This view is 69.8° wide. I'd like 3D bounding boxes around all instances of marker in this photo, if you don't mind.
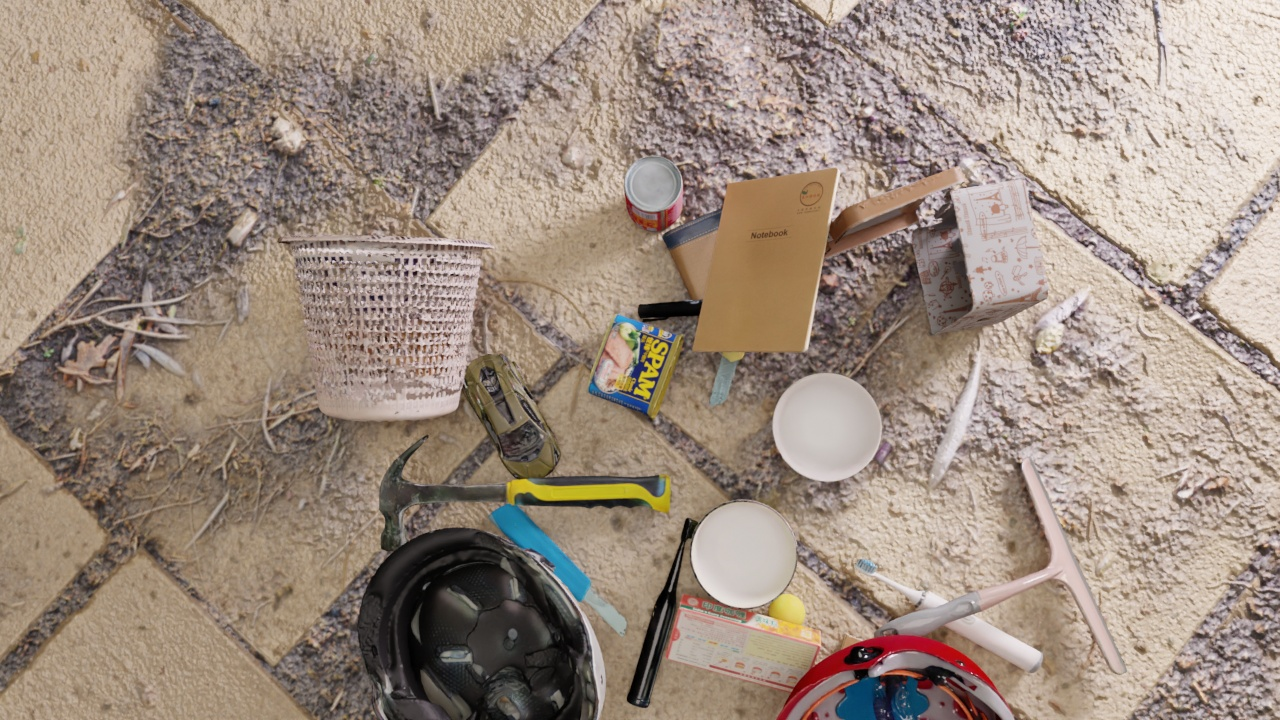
[{"bbox_3d":[0.060,-0.059,1.055,0.132,0.020,0.022,-3,101,22],"label":"marker"}]

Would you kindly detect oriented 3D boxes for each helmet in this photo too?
[{"bbox_3d":[0.253,0.375,0.938,0.240,0.143,0.207,-7,97,13],"label":"helmet"},{"bbox_3d":[-0.152,0.310,0.970,0.274,0.157,0.230,43,88,18],"label":"helmet"}]

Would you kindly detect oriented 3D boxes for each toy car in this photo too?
[{"bbox_3d":[-0.149,0.065,1.060,0.070,0.042,0.158,-31,85,-1],"label":"toy car"}]

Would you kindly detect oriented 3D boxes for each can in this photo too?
[{"bbox_3d":[0.016,-0.189,1.057,0.066,0.094,0.066,0,82,3],"label":"can"},{"bbox_3d":[-0.006,0.006,1.052,0.083,0.057,0.102,20,83,7],"label":"can"}]

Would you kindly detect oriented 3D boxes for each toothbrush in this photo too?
[{"bbox_3d":[0.337,0.279,1.016,0.221,0.026,0.026,29,125,6],"label":"toothbrush"},{"bbox_3d":[0.028,0.281,1.031,0.027,0.026,0.212,22,81,-30],"label":"toothbrush"}]

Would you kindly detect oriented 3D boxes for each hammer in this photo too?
[{"bbox_3d":[-0.127,0.146,1.028,0.323,0.032,0.126,0,93,-5],"label":"hammer"}]

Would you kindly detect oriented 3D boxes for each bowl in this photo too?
[{"bbox_3d":[0.112,0.212,1.014,0.116,0.066,0.116,0,83,2],"label":"bowl"},{"bbox_3d":[0.204,0.076,1.029,0.118,0.065,0.118,0,83,3],"label":"bowl"}]

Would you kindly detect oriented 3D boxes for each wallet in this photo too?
[{"bbox_3d":[0.088,-0.114,1.076,0.090,0.033,0.115,-23,83,2],"label":"wallet"}]

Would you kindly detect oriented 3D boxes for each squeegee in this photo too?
[{"bbox_3d":[0.370,0.257,0.988,0.249,0.040,0.247,-19,78,-6],"label":"squeegee"}]

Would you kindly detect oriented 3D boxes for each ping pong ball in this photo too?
[{"bbox_3d":[0.162,0.279,1.016,0.040,0.040,0.040,0,82,2],"label":"ping pong ball"}]

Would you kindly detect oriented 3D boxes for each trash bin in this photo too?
[{"bbox_3d":[-0.275,-0.038,1.004,0.227,0.227,0.192,1,95,3],"label":"trash bin"}]

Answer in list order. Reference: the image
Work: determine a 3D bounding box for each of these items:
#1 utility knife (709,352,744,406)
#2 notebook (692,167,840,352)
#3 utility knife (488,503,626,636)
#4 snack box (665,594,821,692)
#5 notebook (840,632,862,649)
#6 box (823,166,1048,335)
[{"bbox_3d":[0.115,-0.045,1.050,0.031,0.021,0.206,16,87,6],"label":"utility knife"},{"bbox_3d":[0.135,-0.107,0.999,0.148,0.008,0.207,1,73,42],"label":"notebook"},{"bbox_3d":[-0.090,0.237,1.043,0.204,0.018,0.034,42,84,8],"label":"utility knife"},{"bbox_3d":[0.111,0.311,1.003,0.156,0.027,0.077,14,117,4],"label":"snack box"},{"bbox_3d":[0.265,0.427,1.008,0.149,0.012,0.211,19,84,3],"label":"notebook"},{"bbox_3d":[0.300,-0.109,0.990,0.193,0.183,0.157,-11,82,2],"label":"box"}]
